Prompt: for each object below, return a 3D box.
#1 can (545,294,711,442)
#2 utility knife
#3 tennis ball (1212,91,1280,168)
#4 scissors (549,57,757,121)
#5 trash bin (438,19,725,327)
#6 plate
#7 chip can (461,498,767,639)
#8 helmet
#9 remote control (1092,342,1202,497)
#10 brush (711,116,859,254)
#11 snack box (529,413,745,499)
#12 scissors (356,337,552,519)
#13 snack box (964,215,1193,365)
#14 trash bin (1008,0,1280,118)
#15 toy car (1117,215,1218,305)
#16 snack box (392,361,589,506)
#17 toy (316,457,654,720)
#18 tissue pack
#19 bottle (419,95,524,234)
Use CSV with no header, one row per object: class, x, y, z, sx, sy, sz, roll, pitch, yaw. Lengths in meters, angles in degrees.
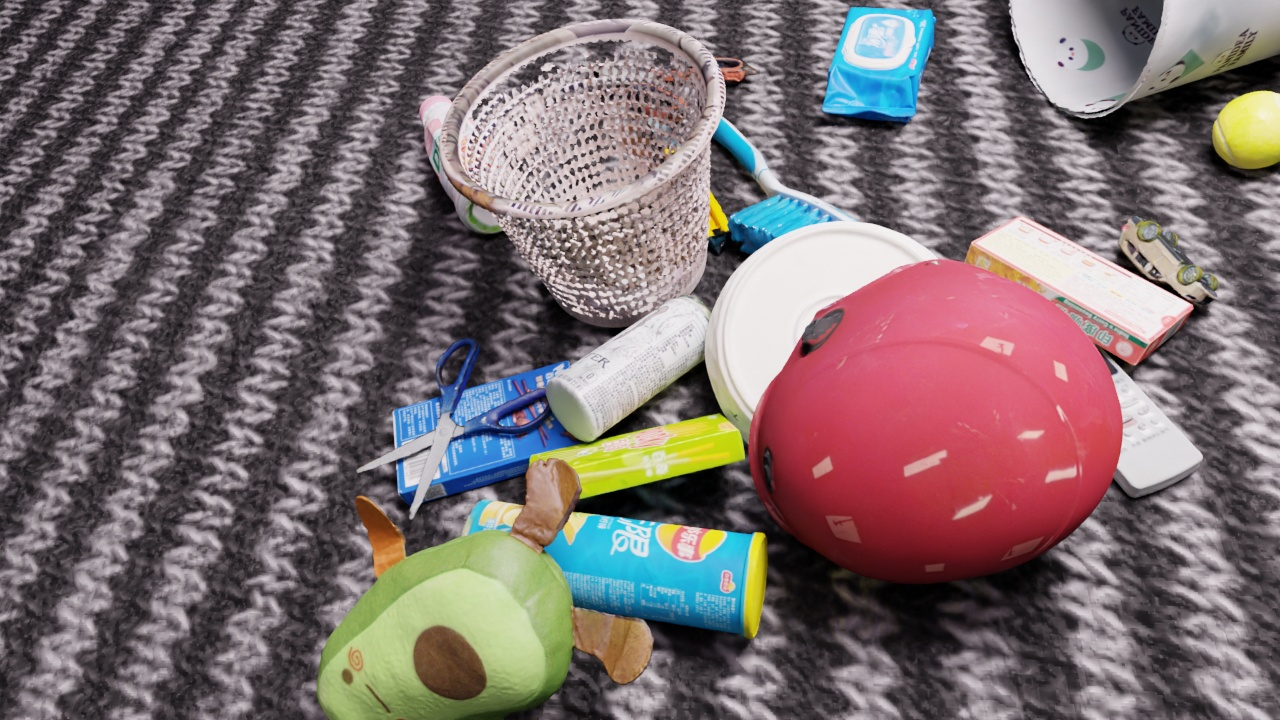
can,-0.004,0.004,0.741,0.146,0.058,0.058,-35,55,-29
utility knife,0.043,-0.184,0.909,0.033,0.015,0.219,-19,53,-5
tennis ball,0.530,-0.198,0.788,0.065,0.065,0.065,-6,54,8
scissors,0.013,-0.300,0.984,0.188,0.015,0.226,-25,42,-19
trash bin,-0.029,-0.140,0.778,0.228,0.192,0.227,-7,53,10
plate,0.151,-0.015,0.702,0.205,0.045,0.204,-3,76,11
chip can,-0.019,0.145,0.652,0.210,0.071,0.071,5,56,16
helmet,0.188,0.051,0.583,0.240,0.144,0.207,-35,95,7
remote control,0.346,0.031,0.689,0.058,0.021,0.150,-23,54,-6
brush,0.119,-0.146,0.848,0.109,0.061,0.314,-34,53,-20
snack box,-0.006,0.073,0.689,0.156,0.086,0.026,-12,96,-2
scissors,-0.149,0.049,0.749,0.162,0.012,0.175,-6,54,7
snack box,0.348,-0.061,0.737,0.076,0.027,0.156,-27,51,-32
trash bin,0.506,-0.359,0.822,0.252,0.230,0.229,-14,53,-6
toy car,0.425,-0.078,0.739,0.042,0.035,0.090,10,41,-37
snack box,-0.125,0.060,0.762,0.157,0.026,0.084,-16,54,0
toy,-0.118,0.181,0.606,0.247,0.089,0.227,-32,85,18
tissue pack,0.242,-0.303,0.930,0.095,0.052,0.156,10,58,18
bottle,-0.182,-0.209,0.945,0.068,0.068,0.197,-27,50,-8
